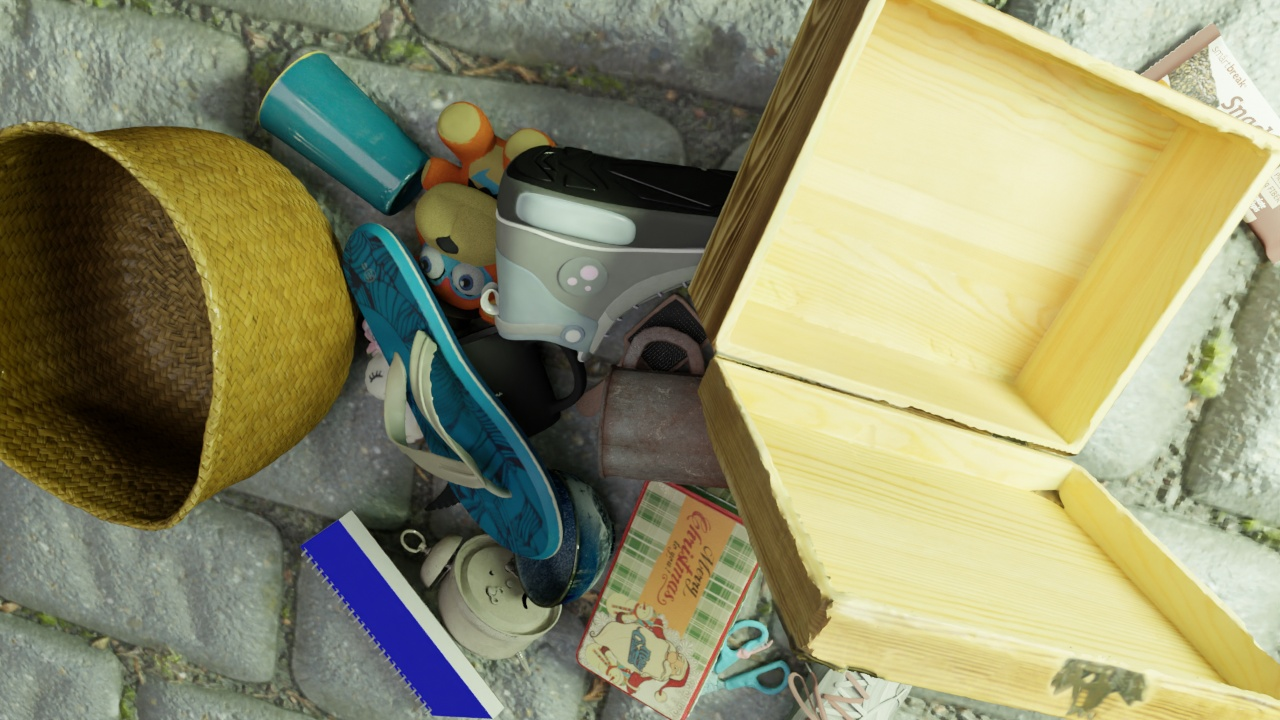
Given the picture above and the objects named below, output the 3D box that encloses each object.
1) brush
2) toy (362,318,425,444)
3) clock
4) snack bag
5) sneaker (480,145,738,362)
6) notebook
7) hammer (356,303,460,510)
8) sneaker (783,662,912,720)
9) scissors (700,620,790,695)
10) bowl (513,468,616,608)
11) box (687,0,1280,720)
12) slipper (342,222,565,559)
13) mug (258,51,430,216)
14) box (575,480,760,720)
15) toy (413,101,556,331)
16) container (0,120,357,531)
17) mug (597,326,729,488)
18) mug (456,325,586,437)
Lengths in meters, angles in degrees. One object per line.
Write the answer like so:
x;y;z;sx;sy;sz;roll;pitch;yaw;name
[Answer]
-0.004;0.004;0.754;0.136;0.015;0.050;-40;93;21;brush
-0.200;0.015;0.781;0.079;0.037;0.122;-25;94;27;toy
-0.144;0.198;0.798;0.157;0.103;0.061;36;118;-5;clock
0.399;-0.142;0.606;0.057;0.013;0.158;-37;93;19;snack bag
0.017;-0.062;0.679;0.256;0.093;0.161;8;125;-11;sneaker
-0.222;0.236;0.828;0.209;0.022;0.172;54;145;-4;notebook
-0.239;-0.013;0.813;0.095;0.015;0.325;-32;94;21;hammer
0.161;0.294;0.751;0.099;0.089;0.236;21;110;8;sneaker
0.074;0.289;0.817;0.076;0.015;0.142;46;117;3;scissors
-0.057;0.149;0.775;0.060;0.114;0.114;7;113;-32;bowl
0.203;-0.006;0.484;0.279;0.336;0.287;15;116;-16;box
-0.162;0.033;0.704;0.118;0.060;0.295;-32;88;50;slipper
-0.230;-0.176;0.735;0.121;0.078;0.078;40;111;-4;mug
0.028;0.196;0.777;0.118;0.050;0.206;26;109;11;box
-0.125;-0.106;0.720;0.112;0.096;0.176;23;121;13;toy
-0.385;-0.043;0.740;0.307;0.196;0.307;6;109;19;container
0.026;0.036;0.715;0.110;0.096;0.123;5;91;1;mug
-0.100;0.015;0.748;0.114;0.078;0.088;-15;101;19;mug
